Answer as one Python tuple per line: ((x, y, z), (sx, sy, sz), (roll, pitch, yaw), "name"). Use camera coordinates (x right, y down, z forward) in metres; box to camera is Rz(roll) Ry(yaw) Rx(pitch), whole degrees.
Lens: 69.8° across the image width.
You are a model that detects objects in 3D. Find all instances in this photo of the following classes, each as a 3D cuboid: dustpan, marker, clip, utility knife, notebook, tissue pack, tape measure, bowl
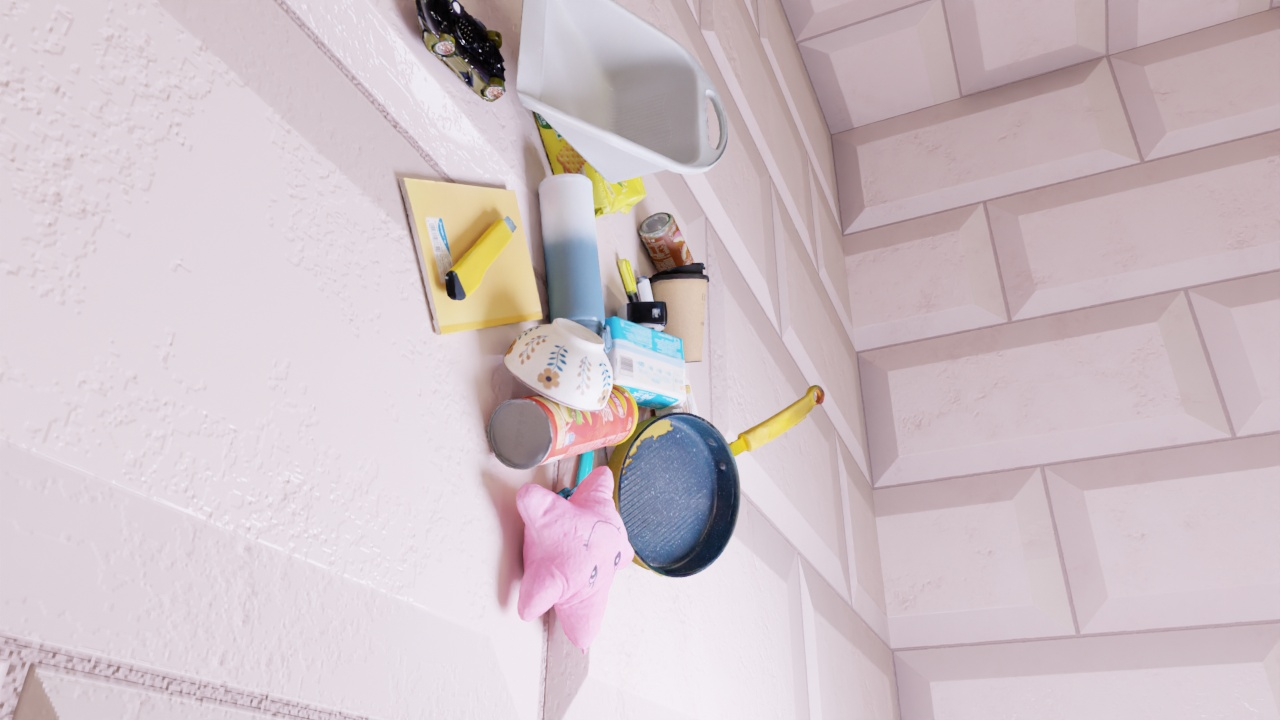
((-0.009, -0.322, 1.045), (0.258, 0.143, 0.222), (45, 38, -54), "dustpan")
((0.014, -0.056, 1.312), (0.018, 0.023, 0.130), (-4, 80, -75), "marker")
((-0.080, 0.144, 0.967), (0.056, 0.046, 0.014), (-22, 101, -68), "clip")
((-0.065, 0.144, 1.016), (0.159, 0.013, 0.029), (-84, 155, -44), "utility knife")
((-0.160, -0.104, 0.909), (0.206, 0.010, 0.146), (-20, 98, -69), "notebook")
((-0.007, -0.083, 1.278), (0.018, 0.015, 0.124), (-51, 128, -59), "marker")
((-0.007, 0.007, 1.118), (0.140, 0.063, 0.089), (16, 59, -33), "tissue pack")
((0.001, -0.055, 1.212), (0.066, 0.066, 0.033), (105, -18, -77), "tape measure")
((-0.074, -0.003, 0.917), (0.062, 0.113, 0.113), (-64, 163, 13), "bowl")
((-0.152, -0.102, 0.889), (0.172, 0.015, 0.033), (-67, 146, -57), "utility knife")

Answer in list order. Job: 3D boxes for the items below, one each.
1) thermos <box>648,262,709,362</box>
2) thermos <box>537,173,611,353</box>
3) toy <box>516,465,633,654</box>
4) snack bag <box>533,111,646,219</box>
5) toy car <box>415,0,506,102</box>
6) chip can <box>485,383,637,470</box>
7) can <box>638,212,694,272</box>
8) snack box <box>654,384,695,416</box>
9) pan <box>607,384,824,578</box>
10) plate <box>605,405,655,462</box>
((0.057, -0.068, 1.338), (0.093, 0.093, 0.143), (2, 84, -68), "thermos")
((-0.075, -0.101, 1.041), (0.070, 0.070, 0.220), (25, 55, -64), "thermos")
((-0.059, 0.198, 0.911), (0.194, 0.075, 0.178), (1, 85, -61), "toy")
((-0.072, -0.293, 1.150), (0.157, 0.068, 0.246), (-45, 120, -64), "snack bag")
((-0.181, -0.321, 0.925), (0.158, 0.042, 0.070), (33, 48, -63), "toy car")
((-0.074, 0.066, 0.953), (0.216, 0.073, 0.073), (-8, 86, -68), "chip can")
((0.050, -0.153, 1.397), (0.057, 0.058, 0.147), (-79, 150, -44), "can")
((0.055, 0.113, 1.204), (0.084, 0.027, 0.157), (-13, 93, -69), "snack box")
((0.104, 0.124, 1.146), (0.356, 0.078, 0.198), (-35, 108, -36), "pan")
((0.011, 0.116, 1.184), (0.192, 0.039, 0.192), (-11, 90, -69), "plate")
